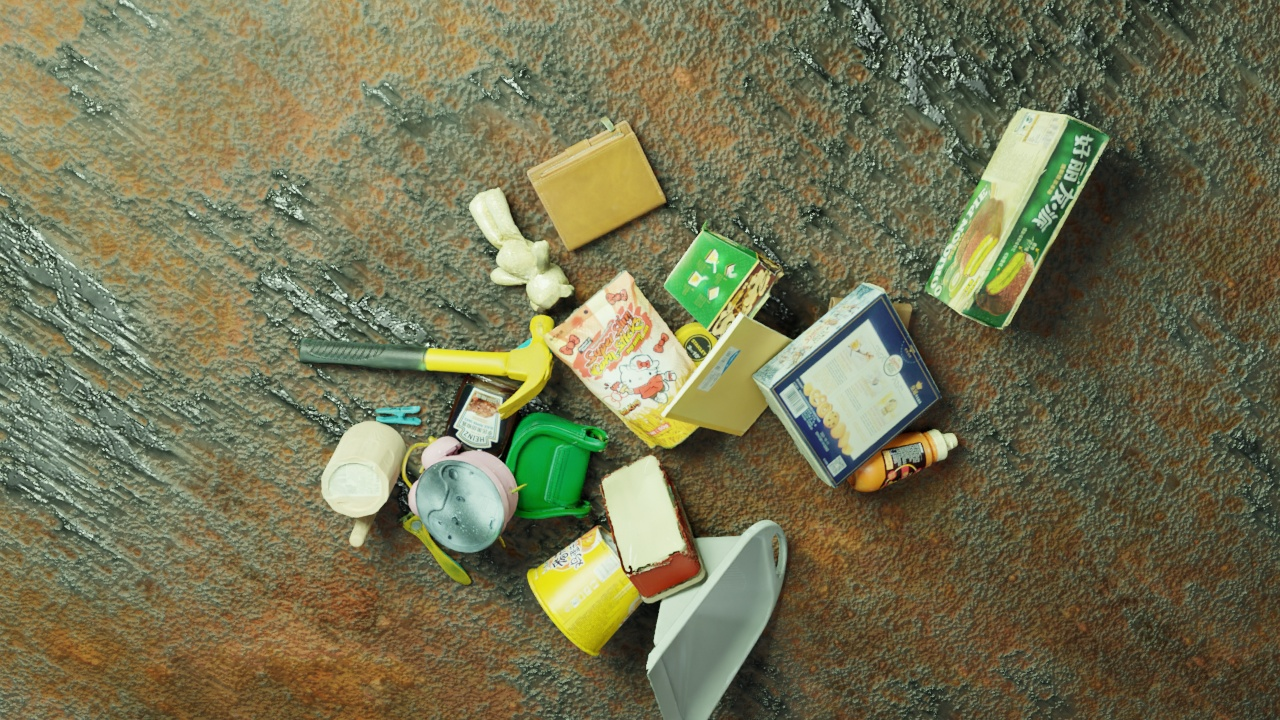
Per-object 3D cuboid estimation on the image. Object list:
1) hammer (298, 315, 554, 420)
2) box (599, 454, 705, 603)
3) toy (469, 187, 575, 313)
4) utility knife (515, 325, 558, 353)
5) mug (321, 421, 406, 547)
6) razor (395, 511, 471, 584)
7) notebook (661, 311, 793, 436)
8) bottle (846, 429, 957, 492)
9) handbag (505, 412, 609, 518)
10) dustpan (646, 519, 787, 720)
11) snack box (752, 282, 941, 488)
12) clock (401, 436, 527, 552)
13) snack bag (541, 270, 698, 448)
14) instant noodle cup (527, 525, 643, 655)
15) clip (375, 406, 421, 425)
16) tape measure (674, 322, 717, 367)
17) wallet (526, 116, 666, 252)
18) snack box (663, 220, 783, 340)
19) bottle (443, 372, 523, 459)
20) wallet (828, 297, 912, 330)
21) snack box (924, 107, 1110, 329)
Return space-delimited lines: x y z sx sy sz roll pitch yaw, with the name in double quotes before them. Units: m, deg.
"hammer" -0.253 -0.001 1.084 0.301 0.128 0.033 4 153 4
"box" 0.011 0.195 1.114 0.091 0.168 0.080 -26 128 4
"toy" -0.139 -0.128 1.063 0.105 0.066 0.157 -23 107 38
"utility knife" -0.090 -0.035 1.117 0.151 0.013 0.029 -29 105 5
"mug" -0.336 0.150 1.114 0.084 0.103 0.125 4 108 -6
"razor" -0.262 0.247 1.194 0.043 0.028 0.132 -32 110 3
"notebook" 0.119 0.024 1.080 0.146 0.010 0.206 -52 149 13
"bottle" 0.337 0.122 1.180 0.149 0.066 0.067 -15 109 -6
"handbag" -0.108 0.134 1.144 0.120 0.068 0.131 10 108 -8
"dustpan" 0.110 0.327 1.145 0.143 0.257 0.223 -4 132 13
"snack box" 0.252 0.032 1.106 0.182 0.046 0.178 -39 118 -6
"clock" -0.220 0.156 1.099 0.158 0.059 0.117 26 112 10
"snack bag" -0.006 0.006 1.091 0.129 0.073 0.208 -37 115 6
"instant noodle cup" -0.059 0.286 1.170 0.110 0.138 0.138 -42 107 0
"clip" -0.300 0.068 1.137 0.057 0.014 0.047 3 110 -4
"tape measure" 0.067 -0.018 1.127 0.057 0.029 0.060 -39 109 9
"wallet" -0.052 -0.204 1.052 0.131 0.035 0.119 -26 109 3
"snack box" 0.090 -0.090 1.069 0.105 0.118 0.118 36 102 -2
"bottle" -0.206 0.103 1.139 0.080 0.044 0.195 21 107 -2
"wallet" 0.278 -0.020 1.148 0.101 0.020 0.115 4 111 -5
"snack box" 0.427 -0.164 1.059 0.063 0.114 0.240 20 106 -11
